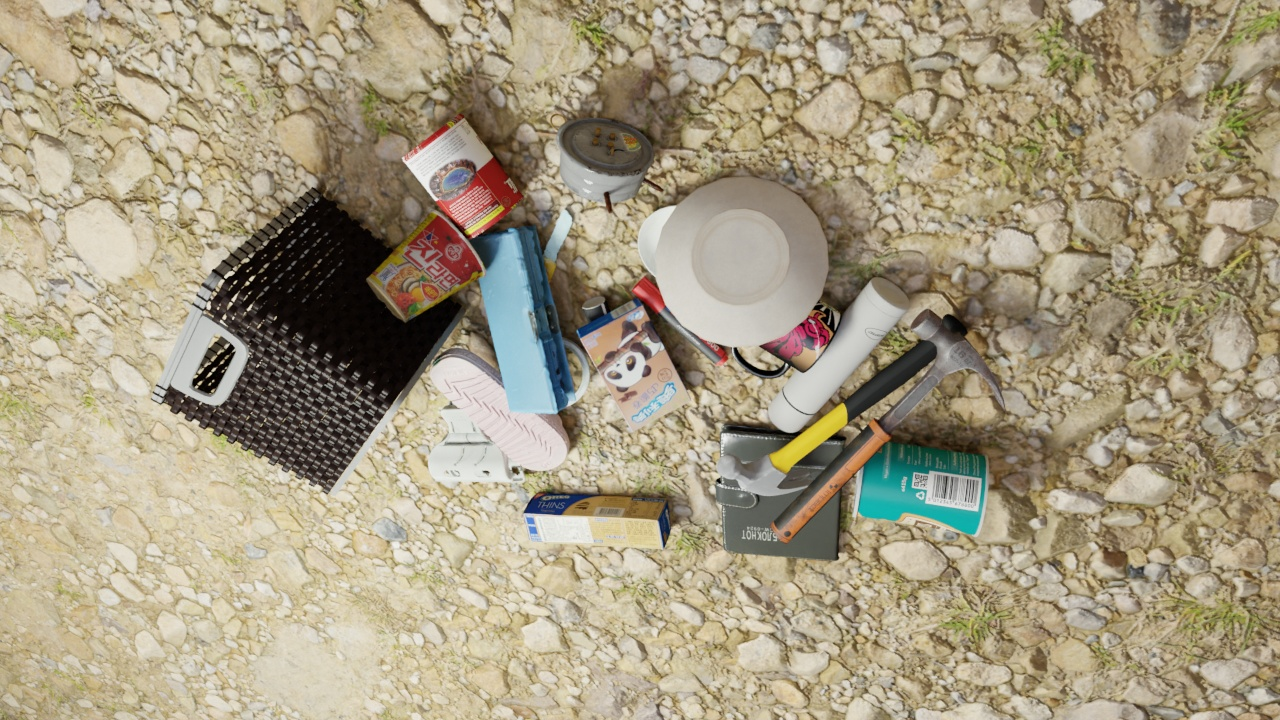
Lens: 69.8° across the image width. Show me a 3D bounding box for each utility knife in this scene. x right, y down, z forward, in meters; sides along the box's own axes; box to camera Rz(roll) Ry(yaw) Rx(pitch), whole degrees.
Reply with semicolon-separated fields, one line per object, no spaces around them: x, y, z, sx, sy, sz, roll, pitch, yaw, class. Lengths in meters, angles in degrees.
-0.130;-0.100;1.152;0.030;0.019;0.218;24;123;-8;utility knife

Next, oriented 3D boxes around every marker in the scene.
0.051;-0.046;1.124;0.145;0.021;0.023;41;94;-10;marker

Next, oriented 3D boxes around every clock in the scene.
-0.048;-0.227;0.999;0.148;0.103;0.056;43;141;25;clock

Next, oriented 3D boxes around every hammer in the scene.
0.270;0.101;1.047;0.138;0.035;0.315;38;109;-6;hammer
0.246;0.059;1.086;0.324;0.029;0.127;-41;132;21;hammer

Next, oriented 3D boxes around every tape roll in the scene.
-0.112;0.015;1.193;0.094;0.018;0.094;0;99;1;tape roll

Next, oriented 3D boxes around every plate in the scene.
0.109;-0.110;0.995;0.189;0.027;0.188;-1;86;8;plate
0.050;-0.136;1.062;0.104;0.026;0.104;8;125;12;plate

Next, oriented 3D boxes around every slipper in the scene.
-0.180;0.057;1.239;0.094;0.064;0.239;-27;124;27;slipper

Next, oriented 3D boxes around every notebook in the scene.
0.185;0.180;1.225;0.170;0.029;0.209;3;120;13;notebook

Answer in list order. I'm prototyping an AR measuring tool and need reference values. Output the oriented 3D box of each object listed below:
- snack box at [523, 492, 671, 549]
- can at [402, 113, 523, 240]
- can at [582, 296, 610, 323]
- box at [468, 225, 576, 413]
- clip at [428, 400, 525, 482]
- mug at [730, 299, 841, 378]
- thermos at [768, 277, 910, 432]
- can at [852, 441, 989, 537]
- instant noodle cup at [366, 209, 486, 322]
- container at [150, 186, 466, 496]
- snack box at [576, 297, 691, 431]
-0.062;0.229;1.318;0.207;0.057;0.056;0;118;18;snack box
-0.204;-0.211;1.057;0.087;0.086;0.116;-26;111;30;can
-0.045;-0.038;1.152;0.032;0.031;0.080;-9;118;23;can
-0.145;-0.050;1.141;0.093;0.053;0.231;-2;106;41;box
-0.241;0.130;1.296;0.126;0.098;0.152;-2;131;16;clip
0.157;-0.032;1.058;0.098;0.081;0.118;31;117;-4;mug
0.226;0.000;1.078;0.052;0.052;0.225;31;126;-4;thermos
0.337;0.152;1.112;0.144;0.099;0.099;8;124;13;can
-0.255;-0.104;1.079;0.100;0.112;0.100;42;162;17;instant noodle cup
-0.404;-0.016;1.155;0.243;0.244;0.248;36;125;-11;container
-0.007;0.007;1.142;0.087;0.034;0.151;-28;116;0;snack box
